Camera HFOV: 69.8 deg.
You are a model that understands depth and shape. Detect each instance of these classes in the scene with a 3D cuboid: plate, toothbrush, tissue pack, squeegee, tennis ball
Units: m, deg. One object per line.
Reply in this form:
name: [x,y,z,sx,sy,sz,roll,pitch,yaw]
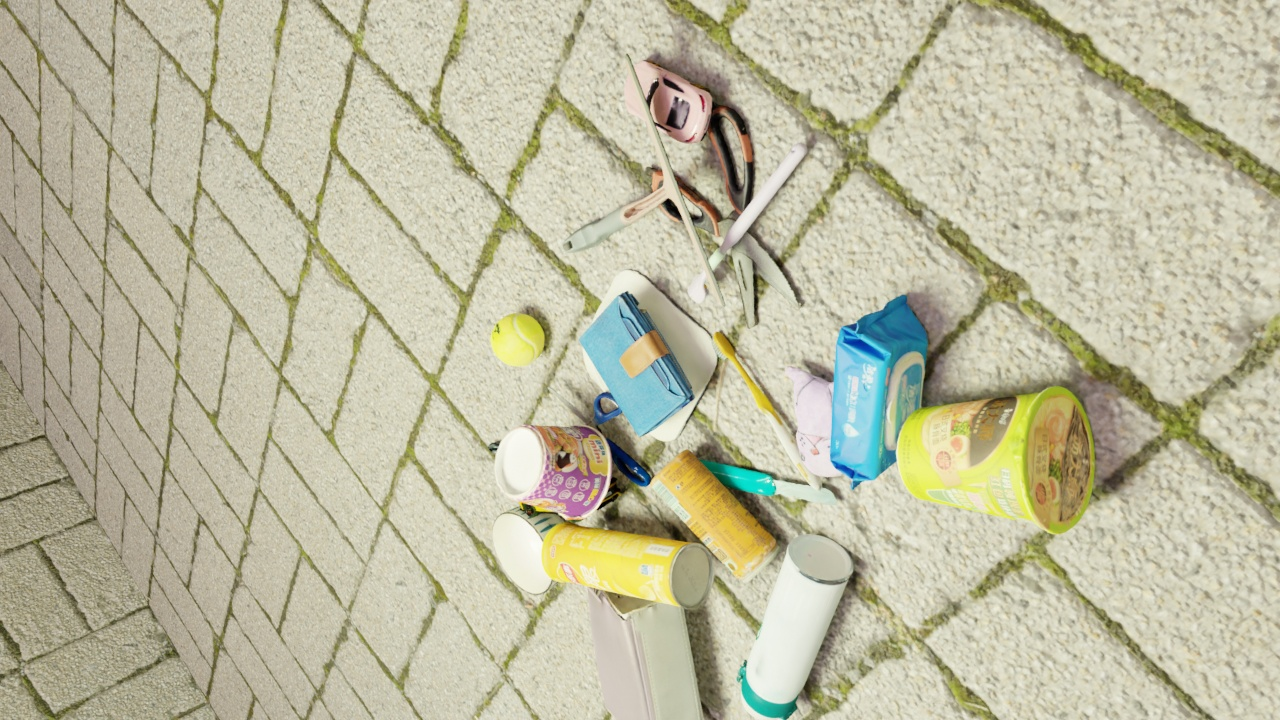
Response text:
plate: [-0.002,0.000,1.015,0.163,0.034,0.165,43,129,22]
toothbrush: [0.125,0.051,0.925,0.191,0.016,0.018,57,146,13]
tissue pack: [0.207,0.027,0.790,0.052,0.094,0.157,14,113,38]
squeegee: [-0.015,-0.152,0.950,0.250,0.040,0.247,-16,96,58]
toothbrush: [0.099,-0.127,0.862,0.190,0.021,0.029,-54,41,36]
tennis ball: [-0.150,-0.025,1.118,0.065,0.065,0.065,18,117,37]

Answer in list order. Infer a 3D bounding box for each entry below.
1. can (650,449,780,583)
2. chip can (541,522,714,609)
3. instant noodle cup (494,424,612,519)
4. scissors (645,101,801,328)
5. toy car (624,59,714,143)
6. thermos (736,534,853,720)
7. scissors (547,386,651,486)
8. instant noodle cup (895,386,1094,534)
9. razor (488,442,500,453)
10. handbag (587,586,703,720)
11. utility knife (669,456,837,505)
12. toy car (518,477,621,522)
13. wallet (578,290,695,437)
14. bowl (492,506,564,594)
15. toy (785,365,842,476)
can: [0.079,0.164,0.975,0.146,0.058,0.058,46,132,9]
chip can: [-0.019,0.227,1.034,0.214,0.071,0.072,-3,104,45]
instant noodle cup: [-0.103,0.121,1.043,0.112,0.099,0.111,-13,70,38]
scissors: [0.084,-0.142,0.893,0.227,0.015,0.189,36,127,26]
toy car: [0.023,-0.249,0.881,0.122,0.037,0.056,40,122,38]
thermos: [0.154,0.286,0.959,0.073,0.073,0.225,32,126,30]
scissors: [-0.048,0.080,1.081,0.173,0.012,0.163,42,148,16]
instant noodle cup: [0.279,0.078,0.741,0.124,0.111,0.112,-4,103,51]
razor: [-0.154,0.123,1.213,0.143,0.022,0.042,7,155,44]
handbag: [0.003,0.352,1.103,0.145,0.098,0.197,14,117,57]
utility knife: [0.112,0.128,0.973,0.223,0.013,0.029,7,110,43]
toy car: [-0.093,0.167,1.137,0.156,0.071,0.041,-7,103,45]
wallet: [-0.006,0.006,0.970,0.133,0.040,0.107,57,138,9]
bowl: [-0.133,0.240,1.206,0.117,0.066,0.117,19,119,37]
toy: [0.176,0.061,0.870,0.084,0.038,0.108,13,114,45]
